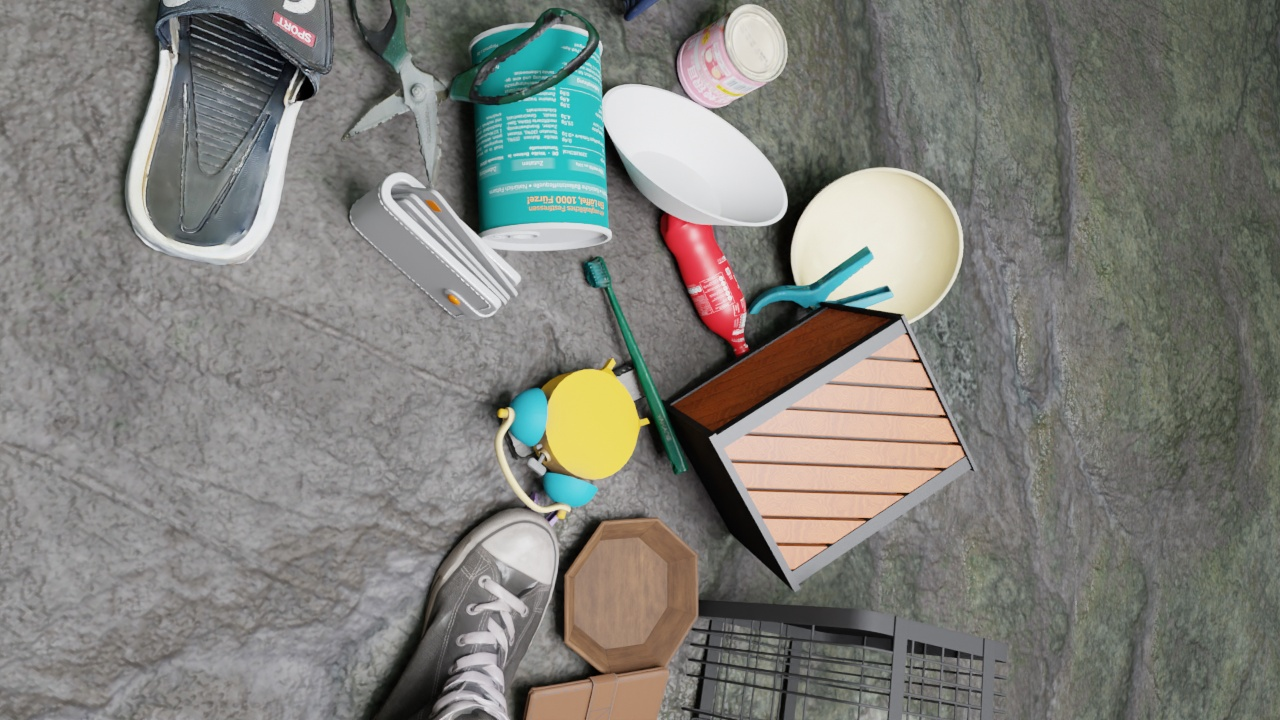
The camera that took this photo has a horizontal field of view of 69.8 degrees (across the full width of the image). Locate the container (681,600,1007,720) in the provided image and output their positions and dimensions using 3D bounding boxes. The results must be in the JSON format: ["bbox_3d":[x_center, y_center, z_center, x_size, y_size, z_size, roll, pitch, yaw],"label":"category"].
[{"bbox_3d":[0.153,0.272,0.723,0.162,0.242,0.130,20,69,-28],"label":"container"}]

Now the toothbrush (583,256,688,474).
[{"bbox_3d":[-0.004,0.004,0.747,0.017,0.016,0.190,-22,88,-30],"label":"toothbrush"}]

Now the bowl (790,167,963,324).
[{"bbox_3d":[0.212,-0.108,0.849,0.151,0.075,0.151,2,111,4],"label":"bowl"}]

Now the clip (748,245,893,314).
[{"bbox_3d":[0.166,-0.034,0.827,0.130,0.030,0.120,-11,105,10],"label":"clip"}]

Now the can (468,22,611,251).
[{"bbox_3d":[-0.075,-0.161,0.684,0.099,0.099,0.144,-2,88,-31],"label":"can"}]

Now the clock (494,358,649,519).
[{"bbox_3d":[-0.052,0.057,0.704,0.129,0.044,0.099,-37,105,-33],"label":"clock"}]

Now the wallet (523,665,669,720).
[{"bbox_3d":[-0.038,0.283,0.717,0.120,0.013,0.087,2,110,-31],"label":"wallet"}]

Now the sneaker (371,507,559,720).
[{"bbox_3d":[-0.109,0.213,0.632,0.095,0.120,0.234,41,66,-22],"label":"sneaker"}]

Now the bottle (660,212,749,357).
[{"bbox_3d":[0.061,-0.067,0.793,0.041,0.042,0.141,-32,103,-28],"label":"bottle"}]

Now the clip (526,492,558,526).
[{"bbox_3d":[-0.082,0.132,0.715,0.029,0.013,0.050,32,74,-24],"label":"clip"}]

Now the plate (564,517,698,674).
[{"bbox_3d":[-0.011,0.190,0.745,0.131,0.025,0.131,2,86,-31],"label":"plate"}]

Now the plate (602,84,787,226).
[{"bbox_3d":[0.037,-0.158,0.758,0.174,0.036,0.173,21,40,-19],"label":"plate"}]

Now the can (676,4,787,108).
[{"bbox_3d":[0.078,-0.261,0.793,0.067,0.076,0.067,2,86,-30],"label":"can"}]

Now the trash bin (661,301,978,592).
[{"bbox_3d":[0.137,0.060,0.744,0.171,0.140,0.140,-31,104,-8],"label":"trash bin"}]

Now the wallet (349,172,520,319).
[{"bbox_3d":[-0.137,-0.078,0.633,0.118,0.115,0.037,44,67,-21],"label":"wallet"}]

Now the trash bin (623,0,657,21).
[{"bbox_3d":[-0.026,-0.412,0.707,0.139,0.139,0.249,-44,107,-25],"label":"trash bin"}]

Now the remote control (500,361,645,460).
[{"bbox_3d":[-0.048,0.038,0.740,0.136,0.013,0.033,-25,99,-28],"label":"remote control"}]

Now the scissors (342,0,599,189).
[{"bbox_3d":[-0.128,-0.224,0.639,0.206,0.015,0.201,-11,85,13],"label":"scissors"}]

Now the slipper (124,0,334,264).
[{"bbox_3d":[-0.264,-0.195,0.598,0.111,0.063,0.263,14,83,-29],"label":"slipper"}]
